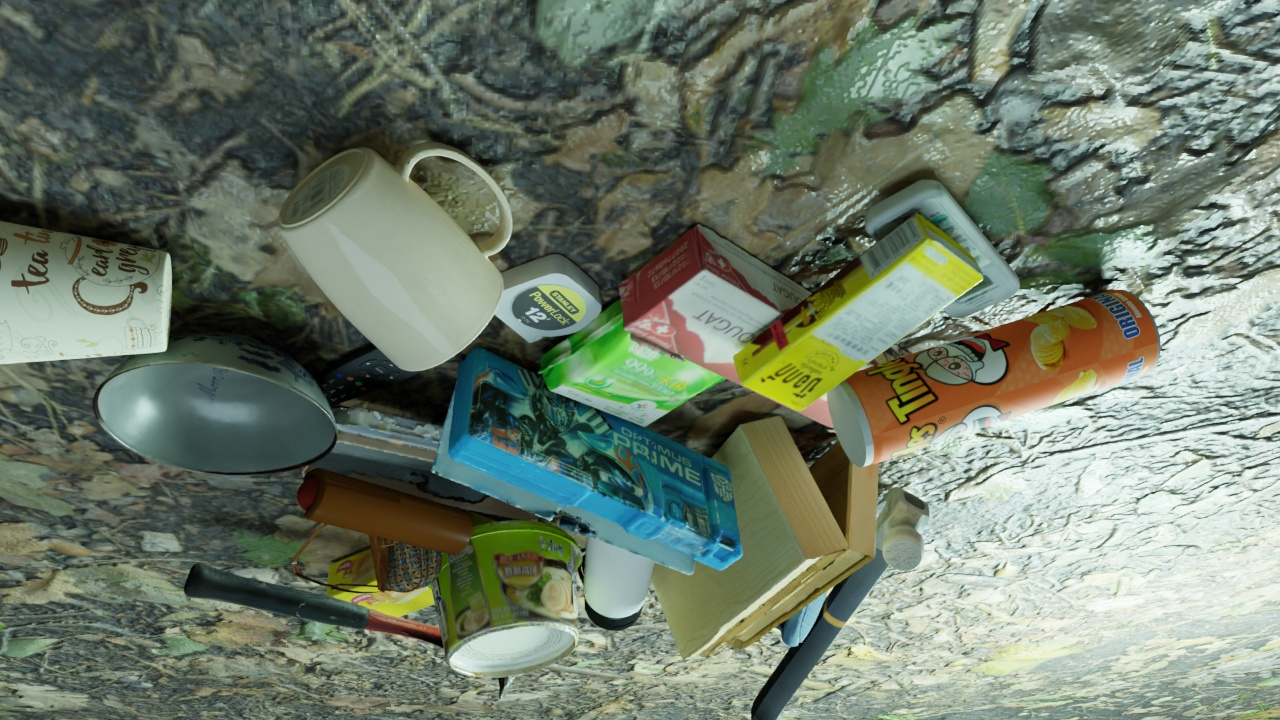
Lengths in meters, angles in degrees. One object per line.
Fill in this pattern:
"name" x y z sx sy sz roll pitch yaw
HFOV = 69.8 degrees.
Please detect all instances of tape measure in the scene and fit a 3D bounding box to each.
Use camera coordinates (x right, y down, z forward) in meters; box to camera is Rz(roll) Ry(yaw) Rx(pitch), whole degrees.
"tape measure" -0.062 -0.038 0.595 0.065 0.016 0.064 -20 143 22

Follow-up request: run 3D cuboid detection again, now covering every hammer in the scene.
"hammer" 0.188 0.255 0.902 0.035 0.139 0.313 29 116 6
"hammer" -0.261 0.250 0.873 0.326 0.036 0.140 22 179 -25

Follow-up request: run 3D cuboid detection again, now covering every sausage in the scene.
"sausage" -0.201 0.122 0.732 0.040 0.040 0.155 -28 143 31

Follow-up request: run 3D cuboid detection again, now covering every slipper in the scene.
"slipper" 0.154 0.228 0.936 0.059 0.103 0.214 27 174 8

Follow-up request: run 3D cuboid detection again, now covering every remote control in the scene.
"remote control" 0.190 -0.069 0.575 0.050 0.022 0.133 -28 140 30
"remote control" -0.202 0.010 0.657 0.125 0.010 0.039 -22 143 24

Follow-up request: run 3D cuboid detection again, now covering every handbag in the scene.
"handbag" -0.263 0.170 0.831 0.196 0.093 0.043 -18 171 33

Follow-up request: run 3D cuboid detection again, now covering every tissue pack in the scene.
"tissue pack" -0.004 0.004 0.653 0.114 0.034 0.100 23 136 -39

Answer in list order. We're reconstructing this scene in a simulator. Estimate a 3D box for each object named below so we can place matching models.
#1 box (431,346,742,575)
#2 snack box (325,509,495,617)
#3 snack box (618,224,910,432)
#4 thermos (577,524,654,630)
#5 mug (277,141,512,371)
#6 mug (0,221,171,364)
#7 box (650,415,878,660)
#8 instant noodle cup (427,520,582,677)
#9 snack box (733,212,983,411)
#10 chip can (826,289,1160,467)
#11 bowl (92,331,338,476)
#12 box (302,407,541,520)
"box" -0.035 0.083 0.684 0.243 0.090 0.066 28 126 -28
"snack box" -0.215 0.209 0.927 0.201 0.042 0.092 -25 142 27
"snack box" 0.110 -0.004 0.642 0.272 0.044 0.077 25 135 -37
"thermos" -0.024 0.166 0.862 0.068 0.101 0.230 -14 141 -18
"mug" -0.126 -0.067 0.499 0.111 0.085 0.104 -39 129 1
"mug" -0.330 -0.032 0.538 0.097 0.081 0.122 2 168 -23
"box" 0.108 0.167 0.826 0.148 0.140 0.249 1 147 -22
"instant noodle cup" -0.121 0.219 0.830 0.146 0.097 0.146 -8 143 -6
"snack box" 0.131 -0.025 0.568 0.061 0.025 0.149 24 129 -36
"chip can" 0.237 0.011 0.623 0.210 0.062 0.062 -17 147 -5
"bowl" -0.280 0.021 0.623 0.150 0.056 0.151 -3 146 -2
"box" -0.145 0.080 0.732 0.216 0.063 0.157 17 161 -28
